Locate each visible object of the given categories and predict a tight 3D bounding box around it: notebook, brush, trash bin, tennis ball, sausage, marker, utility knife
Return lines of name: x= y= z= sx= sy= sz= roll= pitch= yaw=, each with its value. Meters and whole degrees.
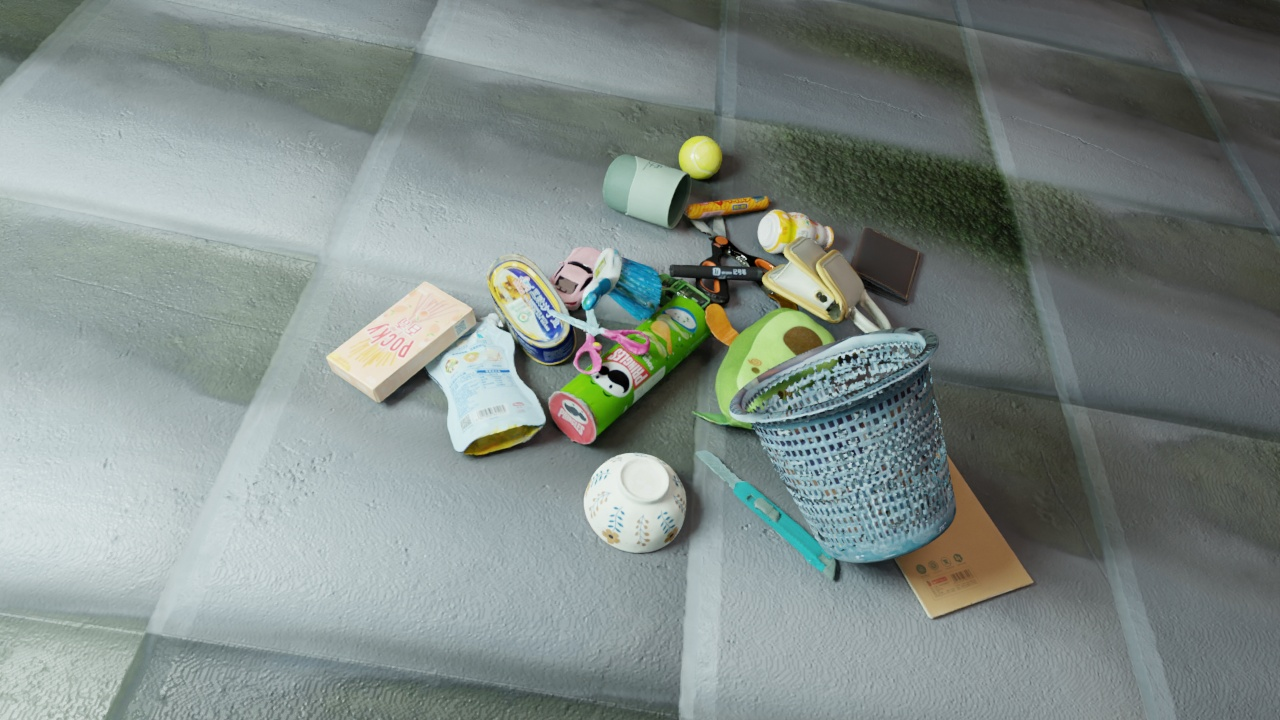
notebook: x=0.342 y=0.188 z=1.073 sx=0.147 sy=0.008 sz=0.207 roll=-11 pitch=54 yaw=-22
brush: x=-0.025 y=-0.082 z=1.070 sx=0.109 sy=0.060 sz=0.314 roll=32 pitch=13 yaw=-15
trash bin: x=0.232 y=0.097 z=0.977 sx=0.226 sy=0.227 sz=0.195 roll=-29 pitch=103 yaw=-32
tennis ball: x=0.091 y=-0.307 z=1.392 sx=0.065 sy=0.066 sz=0.065 roll=7 pitch=49 yaw=-8
sausage: x=0.130 y=-0.226 z=1.350 sx=0.164 sy=0.022 sz=0.021 roll=-13 pitch=54 yaw=-33
marker: x=0.102 y=-0.118 z=1.232 sx=0.132 sy=0.020 sz=0.022 roll=0 pitch=18 yaw=-18
utility knife: x=0.142 y=0.169 z=1.037 sx=0.209 sy=0.013 sz=0.029 roll=40 pitch=53 yaw=20

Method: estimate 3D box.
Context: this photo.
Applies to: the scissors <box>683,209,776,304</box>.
scissors: x=0.125 y=-0.148 z=1.299 sx=0.222 sy=0.022 sz=0.220 roll=23 pitch=44 yaw=3

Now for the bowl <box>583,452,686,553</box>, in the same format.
bowl: x=-0.001 y=0.144 z=0.993 sx=0.113 sy=0.062 sz=0.113 roll=8 pitch=49 yaw=-9

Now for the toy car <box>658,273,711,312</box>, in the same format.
toy car: x=0.052 y=-0.085 z=1.216 sx=0.091 sy=0.036 sz=0.043 roll=32 pitch=52 yaw=19

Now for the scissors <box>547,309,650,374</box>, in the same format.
scissors: x=-0.046 y=-0.033 z=1.069 sx=0.128 sy=0.017 sz=0.133 roll=-3 pitch=47 yaw=-8

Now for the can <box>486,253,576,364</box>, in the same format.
can: x=-0.135 y=-0.064 z=1.128 sx=0.074 sy=0.049 sz=0.148 roll=-31 pitch=66 yaw=-12

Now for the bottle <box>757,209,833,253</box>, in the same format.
bottle: x=0.225 y=-0.181 z=1.321 sx=0.108 sy=0.063 sz=0.063 roll=3 pitch=49 yaw=-26

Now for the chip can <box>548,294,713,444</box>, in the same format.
chip can: x=-0.007 y=0.006 z=1.101 sx=0.072 sy=0.072 sz=0.235 roll=37 pitch=51 yaw=17

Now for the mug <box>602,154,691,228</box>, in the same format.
mug: x=0.013 y=-0.246 z=1.311 sx=0.106 sy=0.082 sz=0.111 roll=20 pitch=26 yaw=16

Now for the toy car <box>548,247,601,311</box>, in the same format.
toy car: x=-0.083 y=-0.111 z=1.205 sx=0.056 sy=0.037 sz=0.122 roll=26 pitch=48 yaw=6

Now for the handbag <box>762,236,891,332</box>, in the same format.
handbag: x=0.262 y=-0.094 z=1.216 sx=0.179 sy=0.063 sz=0.163 roll=35 pitch=24 yaw=10

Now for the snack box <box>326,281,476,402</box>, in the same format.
snack box: x=-0.276 y=-0.024 z=1.070 sx=0.084 sy=0.026 sz=0.156 roll=29 pitch=56 yaw=27

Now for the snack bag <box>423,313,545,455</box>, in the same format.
snack bag: x=-0.188 y=0.021 z=1.064 sx=0.110 sy=0.039 sz=0.191 roll=-22 pitch=53 yaw=-8

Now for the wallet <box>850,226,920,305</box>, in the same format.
wallet: x=0.359 y=-0.141 z=1.348 sx=0.096 sy=0.020 sz=0.122 roll=26 pitch=48 yaw=3

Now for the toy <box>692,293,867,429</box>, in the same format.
toy: x=0.173 y=0.004 z=1.132 sx=0.227 sy=0.090 sz=0.246 roll=37 pitch=53 yaw=10
